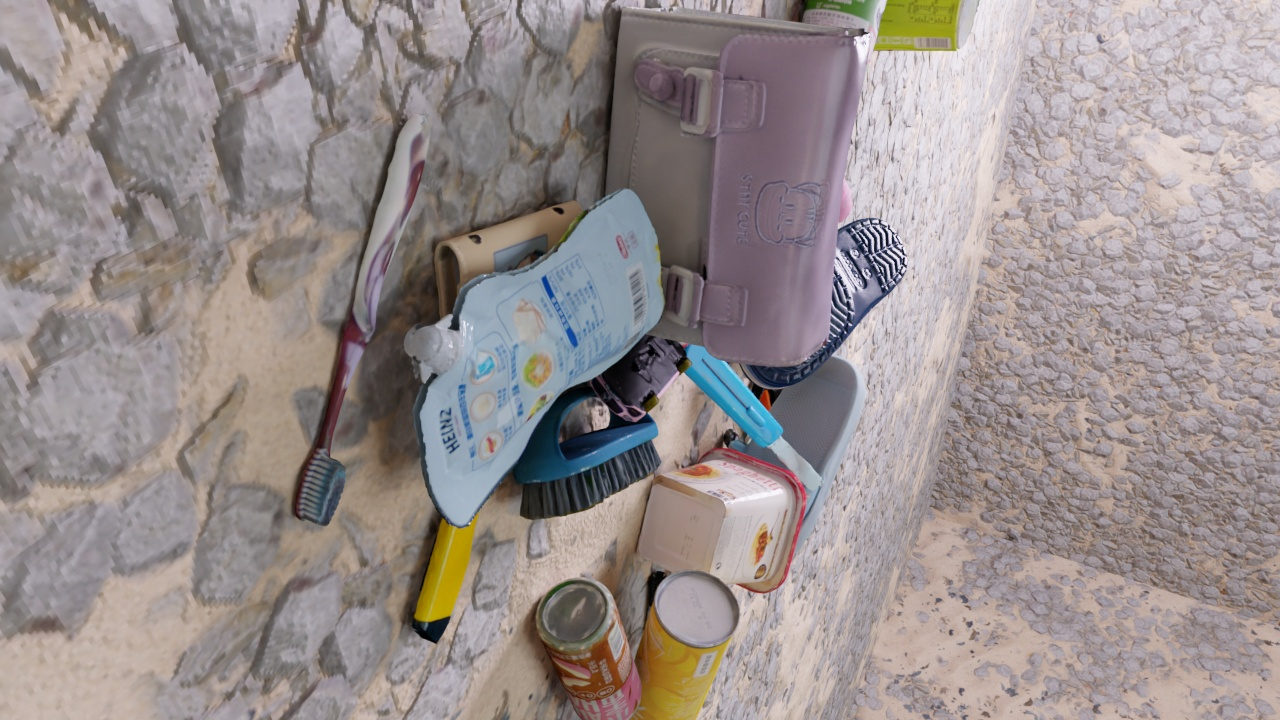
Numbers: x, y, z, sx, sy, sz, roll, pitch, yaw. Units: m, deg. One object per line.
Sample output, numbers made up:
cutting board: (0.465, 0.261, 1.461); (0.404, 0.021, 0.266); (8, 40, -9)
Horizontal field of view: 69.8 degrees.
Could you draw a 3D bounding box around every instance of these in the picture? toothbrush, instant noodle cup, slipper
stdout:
toothbrush: (-0.119, -0.018, 0.402); (0.016, 0.017, 0.187); (14, 92, -67)
instant noodle cup: (0.068, 0.144, 0.812); (0.124, 0.116, 0.117); (5, 101, -53)
slipper: (0.136, 0.099, 0.895); (0.245, 0.104, 0.074); (-59, 143, -4)
instant noodle cup: (0.255, -0.344, 0.877); (0.111, 0.123, 0.112); (-44, 142, -49)
slipper: (0.170, -0.064, 0.920); (0.252, 0.105, 0.095); (-39, -177, -32)

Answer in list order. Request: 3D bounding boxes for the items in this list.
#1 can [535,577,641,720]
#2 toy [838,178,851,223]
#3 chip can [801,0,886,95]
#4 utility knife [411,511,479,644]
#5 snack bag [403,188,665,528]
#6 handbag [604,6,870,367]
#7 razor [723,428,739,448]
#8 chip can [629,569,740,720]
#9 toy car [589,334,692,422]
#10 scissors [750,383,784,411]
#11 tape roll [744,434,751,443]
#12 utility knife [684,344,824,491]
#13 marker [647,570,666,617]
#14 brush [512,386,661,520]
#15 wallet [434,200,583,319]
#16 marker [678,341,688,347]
can: (-0.036, 0.222, 0.686); (0.057, 0.058, 0.147); (-56, 151, -34)
toy: (0.104, -0.160, 0.716); (0.178, 0.075, 0.195); (-16, 109, -36)
chip can: (0.162, -0.249, 0.802); (0.072, 0.072, 0.236); (0, 105, -65)
utility knife: (-0.099, 0.082, 0.511); (0.033, 0.015, 0.156); (20, 85, -72)
snack bag: (-0.050, -0.010, 0.479); (0.190, 0.039, 0.110); (-43, 145, -44)
handbag: (0.053, -0.107, 0.564); (0.098, 0.145, 0.197); (-38, 137, -57)
razor: (0.105, 0.115, 0.971); (0.042, 0.022, 0.143); (-61, 153, -31)
chip can: (0.025, 0.268, 0.774); (0.071, 0.072, 0.214); (-47, 158, -45)
toy car: (-0.004, 0.004, 0.619); (0.037, 0.056, 0.122); (-40, -178, 28)
scissors: (0.146, 0.081, 1.048); (0.152, 0.022, 0.235); (-37, 142, -43)
tape roll: (0.154, 0.097, 0.985); (0.013, 0.086, 0.086); (-62, 154, -23)
utility knife: (0.101, 0.052, 0.802); (0.225, 0.018, 0.034); (45, 71, -32)
marker: (0.014, 0.255, 0.867); (0.022, 0.018, 0.131); (-52, 149, -58)
brush: (-0.033, 0.054, 0.596); (0.143, 0.055, 0.073); (-15, 97, -62)
wallet: (-0.068, -0.034, 0.499); (0.114, 0.024, 0.087); (-35, 131, -56)
marker: (0.029, -0.072, 0.693); (0.017, 0.017, 0.145); (-48, 146, -44)
